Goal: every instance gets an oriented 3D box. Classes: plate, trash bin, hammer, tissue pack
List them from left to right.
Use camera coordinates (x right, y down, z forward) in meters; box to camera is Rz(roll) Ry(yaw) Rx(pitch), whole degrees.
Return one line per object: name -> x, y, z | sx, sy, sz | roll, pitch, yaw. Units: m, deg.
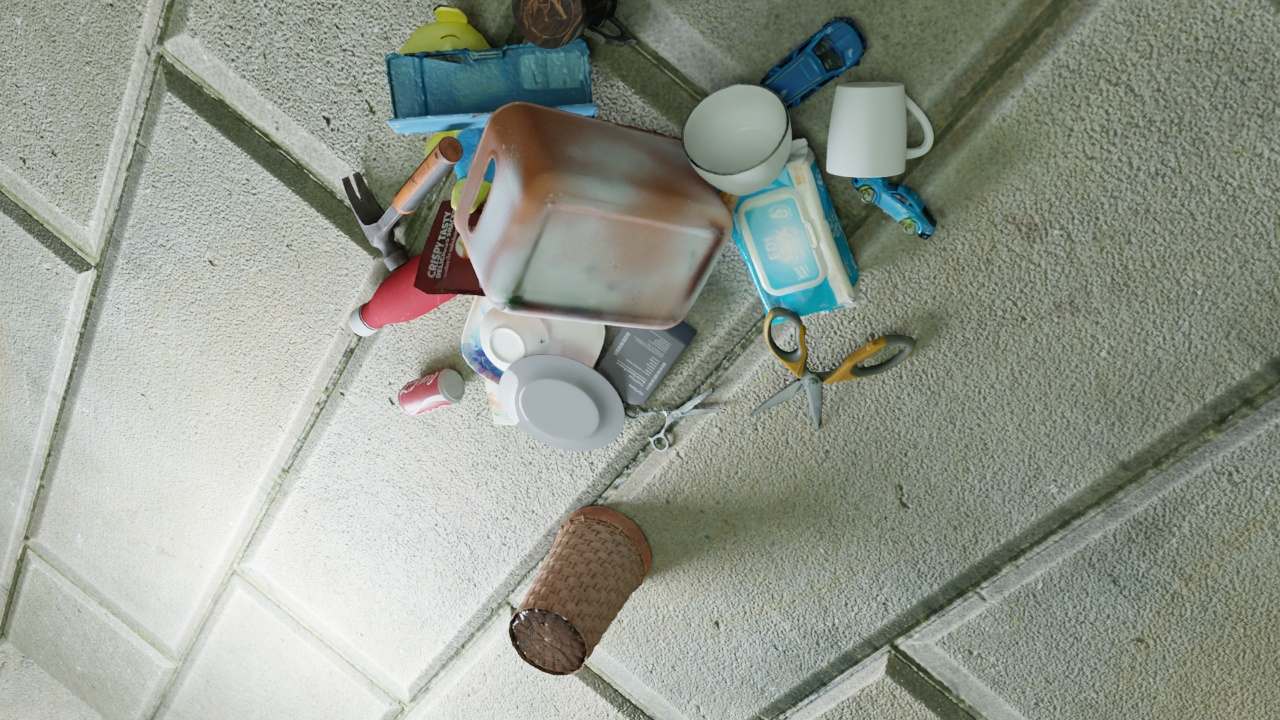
hammer -> -0.296, -0.217, 1.148 | 0.315, 0.034, 0.138 | -20, 102, 57
plate -> -0.173, -0.024, 1.227 | 0.104, 0.026, 0.104 | 8, 117, 17
plate -> -0.145, -0.031, 1.239 | 0.187, 0.016, 0.187 | 30, 121, 6
plate -> -0.109, 0.064, 1.246 | 0.178, 0.012, 0.179 | 10, 133, 10
trash bin -> -0.088, 0.331, 1.330 | 0.151, 0.209, 0.151 | 10, 120, 17
trash bin -> -0.051, -0.147, 1.001 | 0.259, 0.157, 0.182 | 6, 130, -31
tissue pack -> 0.168, -0.145, 1.048 | 0.117, 0.065, 0.209 | -15, 108, 28

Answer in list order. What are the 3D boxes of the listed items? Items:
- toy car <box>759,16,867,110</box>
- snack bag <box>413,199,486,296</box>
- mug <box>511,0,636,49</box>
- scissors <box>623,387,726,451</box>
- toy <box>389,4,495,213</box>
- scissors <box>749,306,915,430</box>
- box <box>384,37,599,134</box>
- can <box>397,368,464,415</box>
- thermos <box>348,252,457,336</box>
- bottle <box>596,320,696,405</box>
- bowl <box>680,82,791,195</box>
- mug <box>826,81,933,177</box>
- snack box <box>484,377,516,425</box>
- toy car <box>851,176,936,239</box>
toy car -> 0.180, -0.307, 0.964 | 0.120, 0.043, 0.056 | -32, 101, 33
snack bag -> -0.176, -0.139, 1.164 | 0.208, 0.138, 0.067 | 8, 161, 7
mug -> -0.066, -0.375, 0.993 | 0.116, 0.107, 0.080 | 43, 125, -3
scissors -> 0.034, 0.066, 1.250 | 0.147, 0.014, 0.142 | 31, 127, 5
toy -> -0.214, -0.304, 1.111 | 0.149, 0.084, 0.214 | -31, 103, 11
scissors -> 0.209, 0.006, 1.103 | 0.226, 0.016, 0.229 | -30, 128, 26
box -> -0.165, -0.304, 1.010 | 0.231, 0.112, 0.094 | -6, 102, -7
can -> -0.312, 0.049, 1.365 | 0.097, 0.053, 0.054 | -18, 109, 30
thermos -> -0.322, -0.094, 1.279 | 0.241, 0.073, 0.073 | -25, 105, 32
bottle -> -0.007, 0.007, 1.215 | 0.084, 0.046, 0.174 | 35, 125, 2
bowl -> 0.107, -0.228, 0.975 | 0.116, 0.116, 0.065 | 3, 158, 22
mug -> 0.253, -0.243, 0.957 | 0.114, 0.081, 0.088 | -5, 112, -9
snack box -> -0.161, 0.017, 1.298 | 0.132, 0.027, 0.168 | 2, 117, 21
toy car -> 0.277, -0.173, 0.994 | 0.105, 0.048, 0.032 | 37, 125, 2
